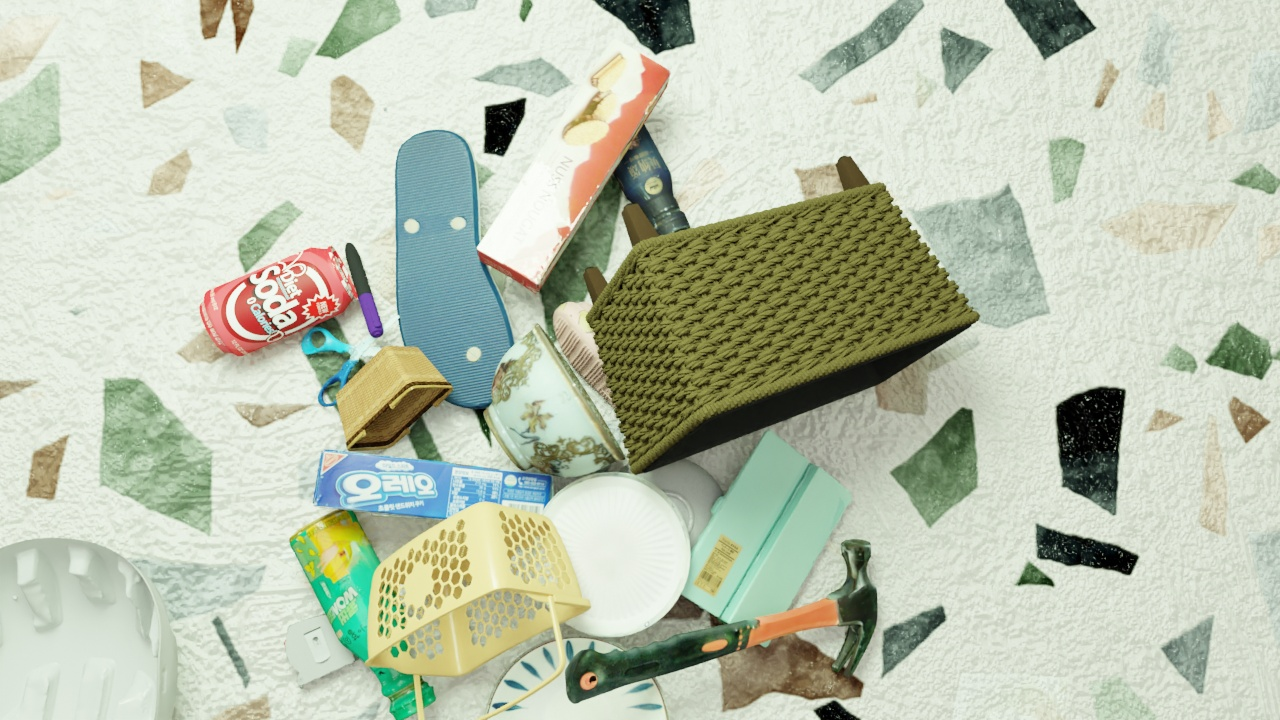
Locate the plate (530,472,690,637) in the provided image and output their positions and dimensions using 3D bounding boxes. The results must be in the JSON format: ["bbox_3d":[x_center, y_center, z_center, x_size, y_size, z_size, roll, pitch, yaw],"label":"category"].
[{"bbox_3d":[-0.029,0.187,0.890,0.157,0.014,0.157,-1,79,7],"label":"plate"}]

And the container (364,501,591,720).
[{"bbox_3d":[-0.152,0.240,0.837,0.184,0.129,0.166,-33,55,25],"label":"container"}]

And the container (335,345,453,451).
[{"bbox_3d":[-0.254,0.036,0.926,0.114,0.063,0.061,-40,70,24],"label":"container"}]

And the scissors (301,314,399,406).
[{"bbox_3d":[-0.295,0.003,0.955,0.134,0.015,0.104,-4,83,15],"label":"scissors"}]

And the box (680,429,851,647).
[{"bbox_3d":[0.126,0.180,0.927,0.136,0.033,0.186,37,78,-31],"label":"box"}]

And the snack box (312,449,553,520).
[{"bbox_3d":[-0.202,0.128,0.908,0.226,0.060,0.059,7,81,-16],"label":"snack box"}]

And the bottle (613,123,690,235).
[{"bbox_3d":[0.002,-0.204,1.002,0.056,0.056,0.160,-26,83,-7],"label":"bottle"}]

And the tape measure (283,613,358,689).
[{"bbox_3d":[-0.322,0.286,0.917,0.060,0.020,0.062,-23,82,-7],"label":"tape measure"}]

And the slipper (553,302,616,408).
[{"bbox_3d":[-0.006,0.006,0.952,0.081,0.093,0.197,-41,85,-20],"label":"slipper"}]

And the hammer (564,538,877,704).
[{"bbox_3d":[0.086,0.268,0.884,0.332,0.033,0.133,-7,96,-22],"label":"hammer"}]

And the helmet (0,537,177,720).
[{"bbox_3d":[-0.536,0.301,0.820,0.224,0.184,0.282,1,87,-8],"label":"helmet"}]

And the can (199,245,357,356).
[{"bbox_3d":[-0.373,-0.062,0.948,0.142,0.074,0.074,-25,82,-7],"label":"can"}]

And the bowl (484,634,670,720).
[{"bbox_3d":[-0.061,0.354,0.893,0.177,0.071,0.177,0,81,-3],"label":"bowl"}]

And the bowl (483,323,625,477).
[{"bbox_3d":[-0.096,0.055,0.905,0.094,0.160,0.160,-33,83,-2],"label":"bowl"}]

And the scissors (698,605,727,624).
[{"bbox_3d":[0.104,0.210,0.958,0.070,0.014,0.130,29,81,2],"label":"scissors"}]

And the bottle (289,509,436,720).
[{"bbox_3d":[-0.268,0.251,0.902,0.068,0.068,0.209,-29,83,-8],"label":"bottle"}]

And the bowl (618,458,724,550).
[{"bbox_3d":[0.024,0.161,0.934,0.132,0.064,0.131,0,80,-3],"label":"bowl"}]

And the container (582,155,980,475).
[{"bbox_3d":[0.115,-0.054,0.881,0.320,0.177,0.205,-17,75,-27],"label":"container"}]

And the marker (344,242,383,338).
[{"bbox_3d":[-0.291,-0.077,0.961,0.015,0.018,0.133,-8,54,-28],"label":"marker"}]

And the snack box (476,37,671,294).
[{"bbox_3d":[-0.066,-0.202,0.942,0.076,0.044,0.272,31,78,1],"label":"snack box"}]

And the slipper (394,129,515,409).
[{"bbox_3d":[-0.201,-0.094,0.970,0.118,0.060,0.295,-8,90,-1],"label":"slipper"}]
